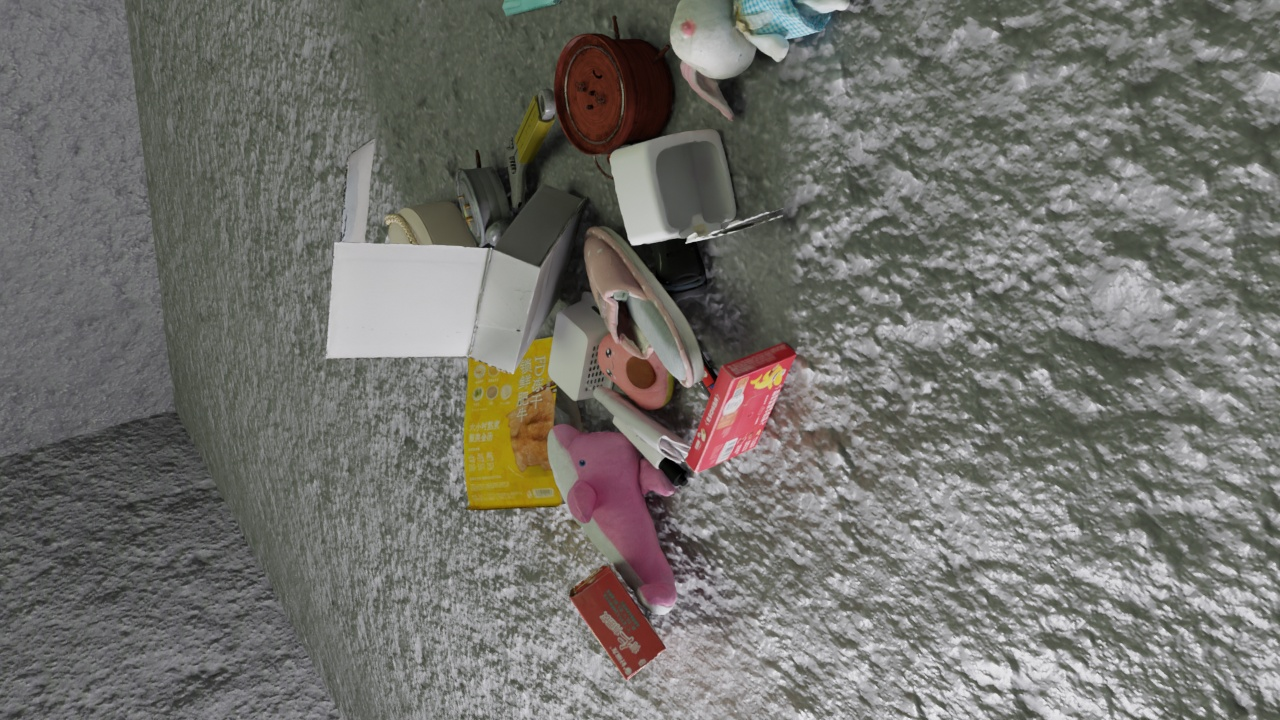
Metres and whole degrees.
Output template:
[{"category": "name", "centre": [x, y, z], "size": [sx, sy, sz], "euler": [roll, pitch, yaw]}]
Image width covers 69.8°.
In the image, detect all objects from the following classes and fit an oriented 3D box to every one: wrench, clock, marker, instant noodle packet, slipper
[{"category": "wrench", "centre": [-0.132, -0.248, 1.070], "size": [0.274, 0.018, 0.083], "euler": [158, 101, -72]}, {"category": "clock", "centre": [-0.028, -0.261, 0.946], "size": [0.120, 0.072, 0.158], "euler": [41, 134, 34]}, {"category": "marker", "centre": [0.065, 0.011, 0.989], "size": [0.145, 0.023, 0.021], "euler": [59, 150, 16]}, {"category": "marker", "centre": [0.013, 0.105, 1.098], "size": [0.126, 0.025, 0.025], "euler": [44, 136, 31]}, {"category": "clock", "centre": [-0.201, -0.193, 1.194], "size": [0.147, 0.056, 0.104], "euler": [60, 158, 29]}, {"category": "instant noodle packet", "centre": [-0.161, 0.086, 1.239], "size": [0.163, 0.084, 0.221], "euler": [-8, 86, 32]}, {"category": "slipper", "centre": [-0.013, -0.058, 0.974], "size": [0.274, 0.054, 0.114], "euler": [51, 161, 51]}]

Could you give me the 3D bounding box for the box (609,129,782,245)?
[{"category": "box", "centre": [0.060, -0.155, 0.851], "size": [0.137, 0.108, 0.124], "euler": [-2, 104, 54]}]

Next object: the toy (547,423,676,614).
[{"category": "toy", "centre": [-0.015, 0.177, 1.117], "size": [0.265, 0.128, 0.186], "euler": [59, -175, 13]}]

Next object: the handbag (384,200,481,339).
[{"category": "handbag", "centre": [-0.287, -0.124, 1.336], "size": [0.209, 0.103, 0.211], "euler": [9, 113, 59]}]

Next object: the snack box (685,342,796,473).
[{"category": "snack box", "centre": [0.098, 0.048, 0.908], "size": [0.021, 0.089, 0.133], "euler": [45, 137, 31]}]

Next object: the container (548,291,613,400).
[{"category": "container", "centre": [-0.072, -0.011, 1.133], "size": [0.081, 0.049, 0.129], "euler": [42, 135, 34]}]

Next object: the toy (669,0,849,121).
[{"category": "toy", "centre": [0.086, -0.278, 0.768], "size": [0.206, 0.105, 0.131], "euler": [-4, 105, 54]}]

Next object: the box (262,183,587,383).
[{"category": "box", "centre": [-0.212, -0.074, 1.017], "size": [0.150, 0.367, 0.167], "euler": [50, 139, 30]}]

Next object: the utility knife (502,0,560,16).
[{"category": "utility knife", "centre": [-0.119, -0.410, 1.045], "size": [0.129, 0.015, 0.022], "euler": [14, 120, 47]}]

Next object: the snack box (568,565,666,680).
[{"category": "snack box", "centre": [-0.033, 0.314, 1.124], "size": [0.113, 0.060, 0.236], "euler": [54, 169, 7]}]

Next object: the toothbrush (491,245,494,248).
[{"category": "toothbrush", "centre": [-0.169, -0.156, 1.222], "size": [0.135, 0.017, 0.021], "euler": [-8, 97, 53]}]

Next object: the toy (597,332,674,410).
[{"category": "toy", "centre": [-0.006, 0.006, 1.055], "size": [0.110, 0.051, 0.090], "euler": [23, 125, 46]}]

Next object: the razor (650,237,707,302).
[{"category": "razor", "centre": [0.029, -0.131, 0.955], "size": [0.064, 0.053, 0.140], "euler": [154, 101, -79]}]

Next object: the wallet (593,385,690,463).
[{"category": "wallet", "centre": [0.000, 0.074, 1.054], "size": [0.116, 0.086, 0.032], "euler": [39, 94, 39]}]
